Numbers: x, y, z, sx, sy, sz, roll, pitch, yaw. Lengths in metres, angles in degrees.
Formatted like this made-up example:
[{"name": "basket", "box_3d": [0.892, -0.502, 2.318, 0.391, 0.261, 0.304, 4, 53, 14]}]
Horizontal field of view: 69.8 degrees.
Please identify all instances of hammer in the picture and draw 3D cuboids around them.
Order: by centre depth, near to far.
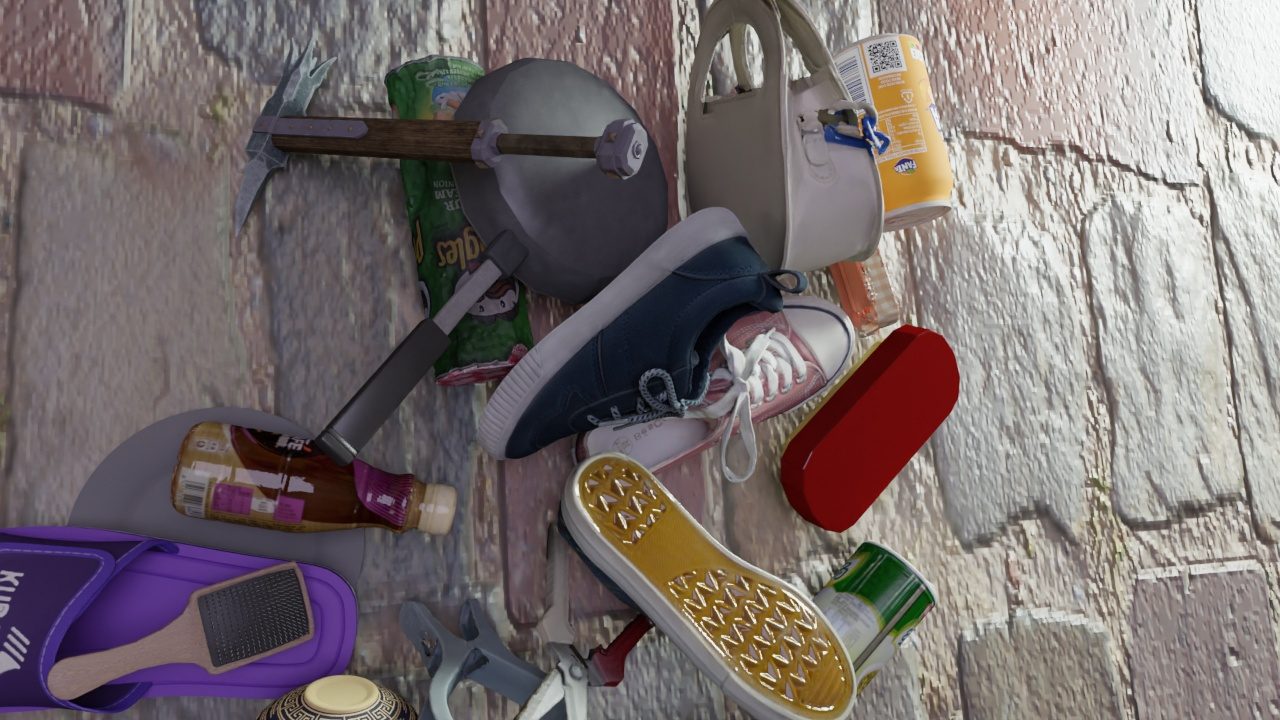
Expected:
[{"name": "hammer", "box_3d": [-0.133, -0.130, 0.557, 0.317, 0.028, 0.147, 11, 76, 33]}]

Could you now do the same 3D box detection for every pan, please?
[{"name": "pan", "box_3d": [-0.083, -0.071, 0.585, 0.178, 0.041, 0.356, 49, 50, -20]}]

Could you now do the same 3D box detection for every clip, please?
[{"name": "clip", "box_3d": [-0.072, 0.202, 0.565, 0.141, 0.171, 0.029, 15, 105, -29]}]

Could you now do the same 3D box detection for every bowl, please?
[{"name": "bowl", "box_3d": [-0.171, 0.215, 0.518, 0.112, 0.112, 0.061, 6, 97, -14]}]

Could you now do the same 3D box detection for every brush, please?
[{"name": "brush", "box_3d": [-0.251, 0.155, 0.510, 0.135, 0.015, 0.050, -13, 89, -37]}, {"name": "brush", "box_3d": [0.170, 0.048, 0.693, 0.173, 0.042, 0.082, -44, 122, -17]}]

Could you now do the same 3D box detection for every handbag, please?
[{"name": "handbag", "box_3d": [0.093, -0.159, 0.635, 0.093, 0.201, 0.200, -13, 106, -14]}]

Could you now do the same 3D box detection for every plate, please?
[{"name": "plate", "box_3d": [-0.271, 0.119, 0.593, 0.178, 0.012, 0.178, 2, 80, -14]}]

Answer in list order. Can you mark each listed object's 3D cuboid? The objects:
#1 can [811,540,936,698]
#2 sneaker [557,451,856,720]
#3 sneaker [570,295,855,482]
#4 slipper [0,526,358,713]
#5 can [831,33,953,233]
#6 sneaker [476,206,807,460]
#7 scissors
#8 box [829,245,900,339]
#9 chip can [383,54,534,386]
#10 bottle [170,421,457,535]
[{"name": "can", "box_3d": [0.151, 0.194, 0.662, 0.120, 0.067, 0.067, -43, 93, -17]}, {"name": "sneaker", "box_3d": [0.033, 0.161, 0.602, 0.235, 0.079, 0.087, 41, 51, 1]}, {"name": "sneaker", "box_3d": [0.061, 0.018, 0.657, 0.240, 0.088, 0.118, -29, 89, -16]}, {"name": "slipper", "box_3d": [-0.302, 0.153, 0.527, 0.266, 0.084, 0.107, 7, 79, -14]}, {"name": "can", "box_3d": [0.197, -0.180, 0.731, 0.079, 0.079, 0.142, -10, 83, -16]}, {"name": "sneaker", "box_3d": [-0.003, 0.003, 0.587, 0.236, 0.089, 0.087, -41, 75, 19]}, {"name": "scissors", "box_3d": [-0.036, 0.172, 0.584, 0.193, 0.015, 0.179, 16, 32, -49]}, {"name": "box", "box_3d": [0.154, -0.107, 0.712, 0.043, 0.083, 0.187, -16, 87, -11]}, {"name": "chip can", "box_3d": [-0.124, -0.097, 0.636, 0.075, 0.075, 0.223, -10, 84, -16]}, {"name": "bottle", "box_3d": [-0.200, 0.081, 0.578, 0.166, 0.060, 0.059, 12, 78, -12]}]
